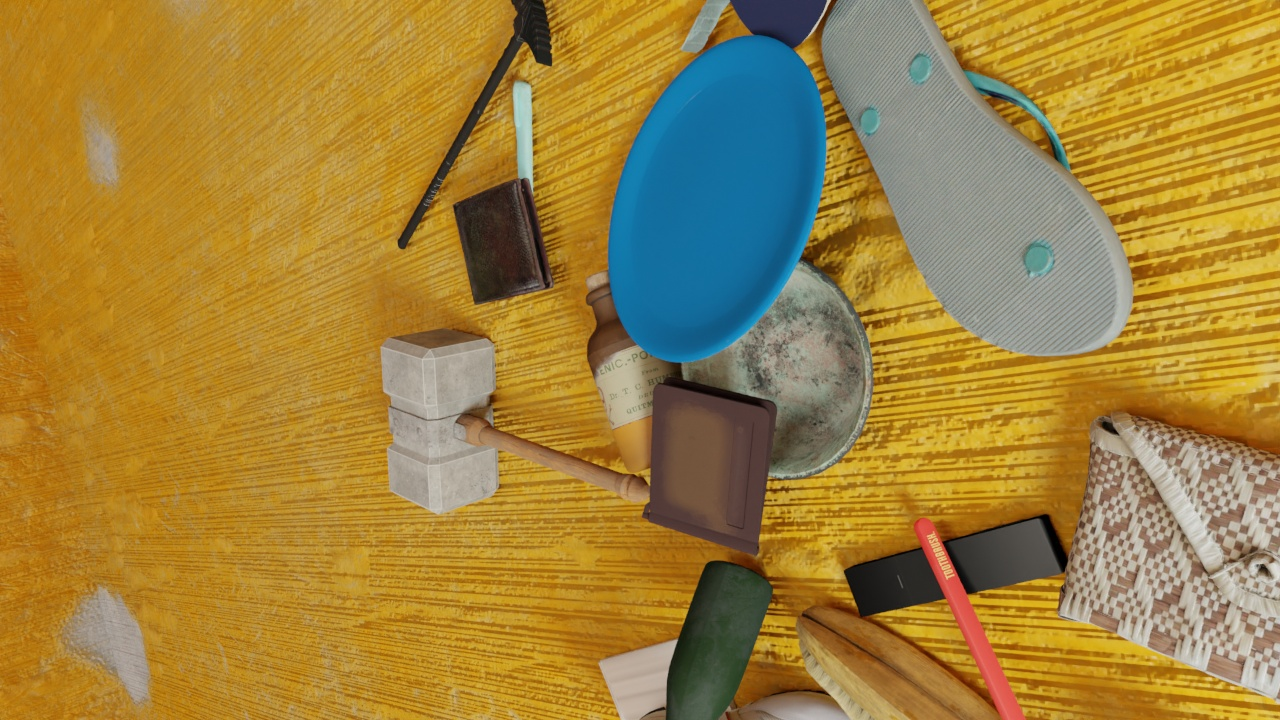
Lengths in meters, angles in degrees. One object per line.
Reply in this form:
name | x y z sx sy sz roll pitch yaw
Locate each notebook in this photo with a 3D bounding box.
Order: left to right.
notebook | 0.047 0.348 0.792 0.143 0.009 0.209 -32 78 43

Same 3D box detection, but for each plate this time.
plate | 0.050 -0.108 0.630 0.225 0.024 0.224 -22 63 51

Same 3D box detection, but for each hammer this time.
hammer | -0.165 -0.199 0.849 0.326 0.015 0.095 -45 52 44
hammer | -0.111 0.077 0.826 0.318 0.082 0.163 13 109 42

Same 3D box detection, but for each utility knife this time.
utility knife | -0.102 -0.160 0.807 0.022 0.015 0.166 17 111 54
utility knife | 0.084 -0.295 0.595 0.031 0.015 0.222 52 127 24

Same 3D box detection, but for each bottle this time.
bottle | -0.004 0.004 0.716 0.068 0.067 0.157 -25 82 44
bottle | 0.044 0.234 0.663 0.055 0.173 0.055 20 154 10

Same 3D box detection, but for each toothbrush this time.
toothbrush | 0.215 0.192 0.544 0.018 0.012 0.212 115 138 -61

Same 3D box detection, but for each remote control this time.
remote control | 0.198 0.134 0.591 0.150 0.013 0.034 -30 75 44

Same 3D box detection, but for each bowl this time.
bowl | 0.099 0.001 0.636 0.158 0.038 0.157 13 109 42

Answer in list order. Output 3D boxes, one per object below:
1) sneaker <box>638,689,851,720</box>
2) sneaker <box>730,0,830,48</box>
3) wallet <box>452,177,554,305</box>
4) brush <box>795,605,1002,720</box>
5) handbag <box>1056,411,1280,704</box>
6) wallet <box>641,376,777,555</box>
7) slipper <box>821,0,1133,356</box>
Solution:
sneaker | 0.056 0.314 0.685 0.240 0.124 0.089 -22 84 39
sneaker | 0.117 -0.307 0.528 0.091 0.118 0.233 37 159 20
wallet | -0.124 -0.105 0.827 0.120 0.031 0.099 -7 99 52
brush | 0.180 0.229 0.599 0.195 0.059 0.043 32 132 39
handbag | 0.309 0.105 0.454 0.186 0.046 0.124 17 113 41
wallet | 0.046 0.075 0.649 0.091 0.018 0.116 13 112 24
slipper | 0.185 -0.111 0.527 0.098 0.054 0.268 -51 54 41
